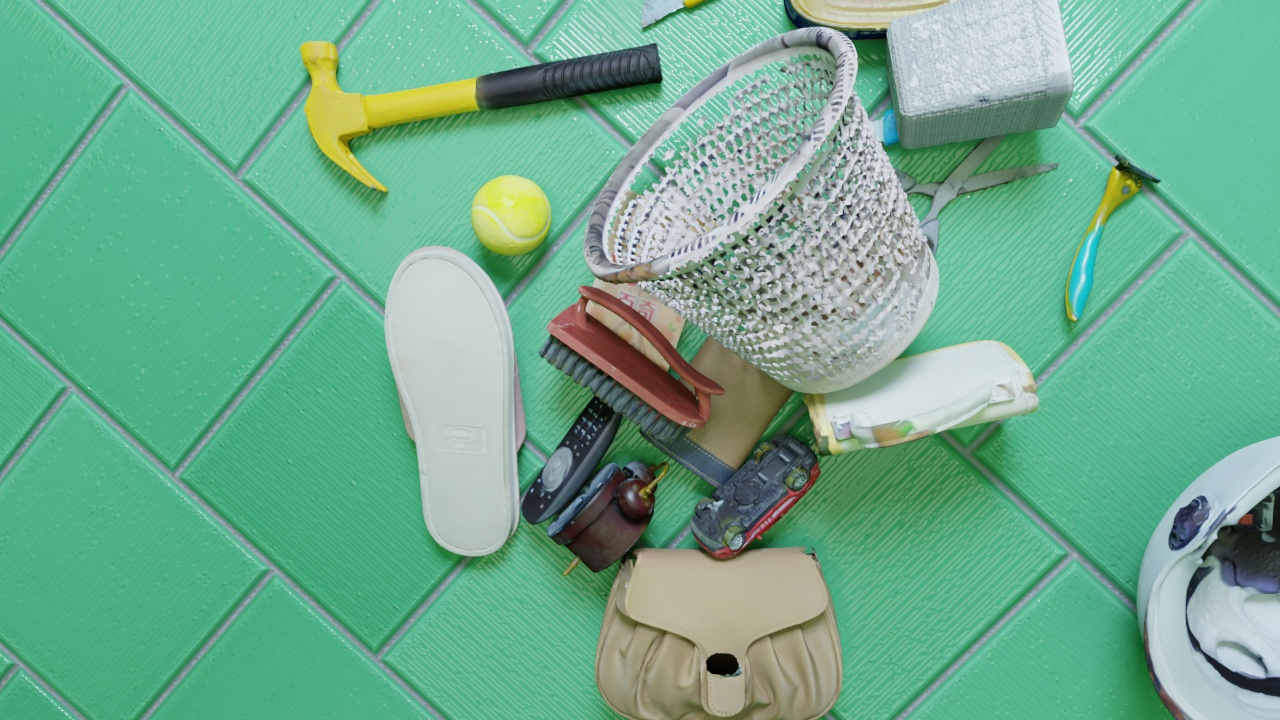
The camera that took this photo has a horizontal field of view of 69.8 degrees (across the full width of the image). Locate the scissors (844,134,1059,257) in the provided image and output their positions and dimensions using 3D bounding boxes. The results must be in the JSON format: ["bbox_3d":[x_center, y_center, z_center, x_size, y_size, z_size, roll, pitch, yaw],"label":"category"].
[{"bbox_3d":[0.245,-0.138,0.746,0.159,0.014,0.178,20,96,0],"label":"scissors"}]

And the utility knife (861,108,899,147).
[{"bbox_3d":[0.254,-0.205,0.733,0.162,0.018,0.034,-19,95,9],"label":"utility knife"}]

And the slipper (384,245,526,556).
[{"bbox_3d":[-0.152,0.037,0.780,0.114,0.054,0.274,-3,107,9],"label":"slipper"}]

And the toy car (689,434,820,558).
[{"bbox_3d":[0.096,0.115,0.758,0.120,0.053,0.045,-39,132,-8],"label":"toy car"}]

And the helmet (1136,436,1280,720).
[{"bbox_3d":[0.491,0.163,0.691,0.229,0.145,0.259,39,107,1],"label":"helmet"}]

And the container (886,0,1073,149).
[{"bbox_3d":[0.246,-0.215,0.682,0.114,0.090,0.090,-9,82,14],"label":"container"}]

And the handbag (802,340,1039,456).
[{"bbox_3d":[0.207,0.030,0.685,0.163,0.178,0.063,-14,90,8],"label":"handbag"}]

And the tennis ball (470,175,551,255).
[{"bbox_3d":[-0.106,-0.119,0.753,0.065,0.065,0.065,1,97,5],"label":"tennis ball"}]

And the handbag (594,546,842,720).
[{"bbox_3d":[0.065,0.230,0.761,0.204,0.099,0.148,-1,95,1],"label":"handbag"}]

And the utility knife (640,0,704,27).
[{"bbox_3d":[0.085,-0.317,0.735,0.192,0.015,0.033,-24,91,8],"label":"utility knife"}]

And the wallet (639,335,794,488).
[{"bbox_3d":[0.066,0.041,0.773,0.090,0.033,0.115,34,98,-2],"label":"wallet"}]

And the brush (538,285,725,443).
[{"bbox_3d":[-0.004,0.004,0.729,0.146,0.063,0.069,37,112,1],"label":"brush"}]

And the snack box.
[{"bbox_3d":[0.001,-0.055,0.770,0.084,0.026,0.157,20,99,3],"label":"snack box"}]

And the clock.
[{"bbox_3d":[-0.024,0.124,0.766,0.122,0.082,0.055,-43,96,11],"label":"clock"}]

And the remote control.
[{"bbox_3d":[-0.053,0.082,0.780,0.024,0.053,0.136,33,93,-32],"label":"remote control"}]

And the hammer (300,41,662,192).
[{"bbox_3d":[-0.132,-0.220,0.759,0.301,0.032,0.129,-8,96,6],"label":"hammer"}]

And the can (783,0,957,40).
[{"bbox_3d":[0.186,-0.290,0.712,0.148,0.049,0.074,-1,97,5],"label":"can"}]

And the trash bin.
[{"bbox_3d":[0.104,-0.088,0.661,0.228,0.227,0.192,-43,119,8],"label":"trash bin"}]

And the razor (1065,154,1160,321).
[{"bbox_3d":[0.366,-0.094,0.730,0.043,0.028,0.132,17,97,-28],"label":"razor"}]
